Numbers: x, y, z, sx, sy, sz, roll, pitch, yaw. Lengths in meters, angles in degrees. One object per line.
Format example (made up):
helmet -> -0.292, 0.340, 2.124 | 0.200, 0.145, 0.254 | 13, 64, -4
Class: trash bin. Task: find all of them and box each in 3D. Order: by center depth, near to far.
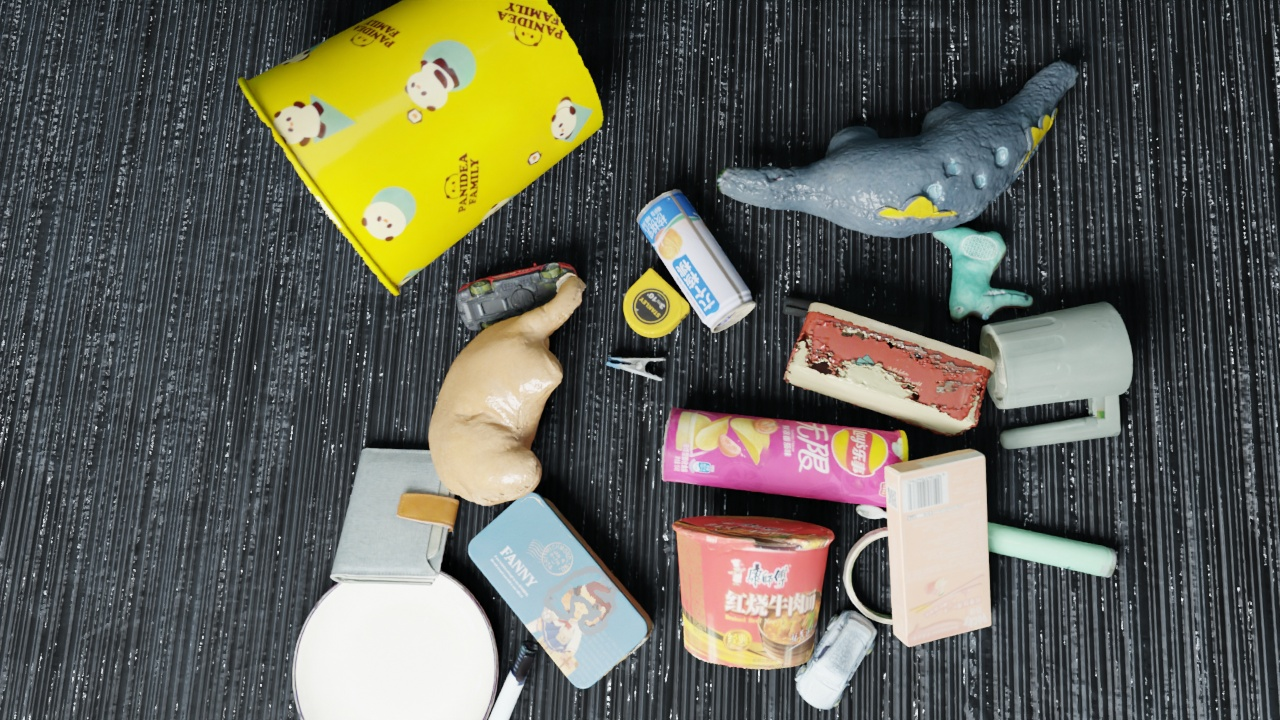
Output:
trash bin -> -0.190, -0.225, 0.851 | 0.255, 0.230, 0.229 | -35, 78, -7

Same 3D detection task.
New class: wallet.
wallet -> -0.223, 0.142, 0.852 | 0.106, 0.037, 0.129 | 0, 56, 7

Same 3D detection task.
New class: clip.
clip -> -0.005, 0.004, 0.881 | 0.057, 0.024, 0.029 | 10, 84, 4

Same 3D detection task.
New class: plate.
plate -> -0.221, 0.282, 0.846 | 0.192, 0.039, 0.192 | -1, 79, 6

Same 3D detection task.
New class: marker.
marker -> -0.119, 0.303, 0.814 | 0.018, 0.022, 0.131 | 21, 108, -5
marker -> 0.201, -0.041, 0.867 | 0.132, 0.022, 0.020 | 11, 117, 8

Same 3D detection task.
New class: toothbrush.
toothbrush -> 0.305, 0.156, 0.817 | 0.224, 0.027, 0.026 | 11, 85, 8

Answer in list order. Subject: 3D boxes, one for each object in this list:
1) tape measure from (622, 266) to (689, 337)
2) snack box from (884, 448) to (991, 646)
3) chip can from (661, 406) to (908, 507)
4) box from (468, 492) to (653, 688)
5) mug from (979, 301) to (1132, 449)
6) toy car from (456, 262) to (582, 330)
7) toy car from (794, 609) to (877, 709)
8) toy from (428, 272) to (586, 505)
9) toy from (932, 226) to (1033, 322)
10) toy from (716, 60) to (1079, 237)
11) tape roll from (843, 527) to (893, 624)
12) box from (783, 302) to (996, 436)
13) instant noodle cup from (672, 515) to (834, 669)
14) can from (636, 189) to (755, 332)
tape measure -> 0.012, -0.051, 0.886 | 0.060, 0.029, 0.057 | 44, 86, 12
snack box -> 0.254, 0.159, 0.782 | 0.084, 0.026, 0.157 | -9, 102, -14
chip can -> 0.127, 0.088, 0.827 | 0.210, 0.071, 0.071 | 6, 80, 7
box -> -0.075, 0.202, 0.835 | 0.089, 0.059, 0.184 | -44, 80, -4
mug -> 0.368, 0.016, 0.816 | 0.103, 0.083, 0.124 | -9, 104, 5
toy car -> -0.117, -0.064, 0.890 | 0.120, 0.045, 0.053 | -10, 116, 5
toy car -> 0.173, 0.265, 0.809 | 0.043, 0.034, 0.090 | 34, 86, 7
toy -> -0.122, 0.019, 0.839 | 0.144, 0.082, 0.225 | 9, 79, 34
toy -> 0.318, -0.078, 0.857 | 0.096, 0.030, 0.092 | 8, 85, 11
toy -> 0.252, -0.180, 0.854 | 0.356, 0.091, 0.137 | -15, 66, 1
tape roll -> 0.225, 0.192, 0.816 | 0.086, 0.014, 0.086 | 0, 94, 3
box -> 0.216, 0.017, 0.819 | 0.168, 0.091, 0.076 | 19, 79, 9
instant noodle cup -> 0.094, 0.195, 0.786 | 0.138, 0.138, 0.108 | 2, 89, 6
can -> 0.053, -0.095, 0.877 | 0.053, 0.053, 0.134 | -32, 78, -1
